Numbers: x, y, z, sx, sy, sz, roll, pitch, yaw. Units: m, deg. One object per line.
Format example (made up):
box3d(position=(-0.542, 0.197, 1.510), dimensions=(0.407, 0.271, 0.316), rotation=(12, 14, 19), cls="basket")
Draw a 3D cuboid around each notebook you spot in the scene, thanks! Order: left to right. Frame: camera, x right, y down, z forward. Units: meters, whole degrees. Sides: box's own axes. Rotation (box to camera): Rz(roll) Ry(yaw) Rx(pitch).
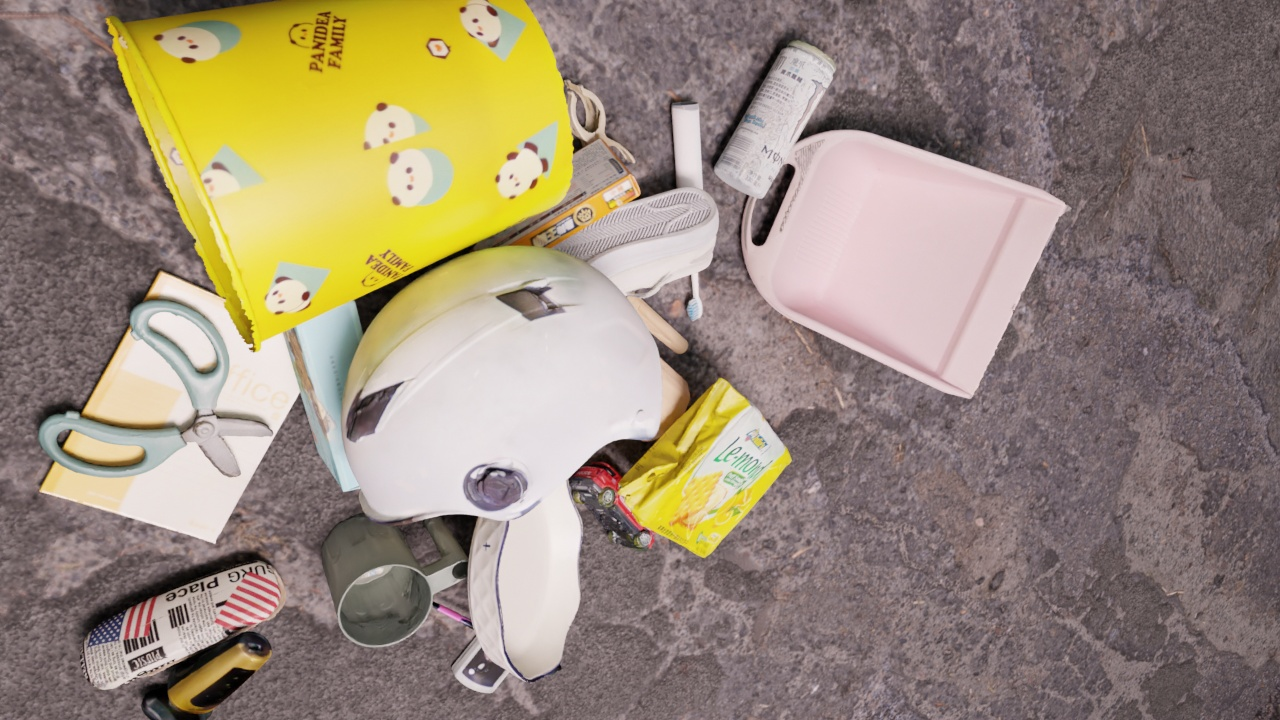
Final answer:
box3d(position=(-0.378, 0.045, 0.769), dimensions=(0.145, 0.010, 0.206), rotation=(29, 94, -34), cls="notebook")

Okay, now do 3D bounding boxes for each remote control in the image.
box3d(position=(-0.138, 0.292, 0.992), dimensions=(0.058, 0.021, 0.150), rotation=(40, 87, -34), cls="remote control")

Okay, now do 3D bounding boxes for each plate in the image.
box3d(position=(-0.110, 0.202, 0.889), dimensions=(0.046, 0.204, 0.205), rotation=(-1, 117, 17), cls="plate")

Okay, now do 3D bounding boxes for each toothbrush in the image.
box3d(position=(-0.152, 0.293, 0.962), dimensions=(0.018, 0.014, 0.189), rotation=(-45, 123, 8), cls="toothbrush")
box3d(position=(0.050, -0.144, 0.915), dimensions=(0.026, 0.027, 0.221), rotation=(-28, 124, -41), cls="toothbrush")

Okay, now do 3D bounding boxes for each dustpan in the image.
box3d(position=(0.247, -0.109, 0.931), dimensions=(0.138, 0.274, 0.222), rotation=(9, 103, -57), cls="dustpan")

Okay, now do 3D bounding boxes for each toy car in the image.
box3d(position=(-0.026, 0.156, 0.978), dimensions=(0.045, 0.053, 0.120), rotation=(-52, 123, -31), cls="toy car")

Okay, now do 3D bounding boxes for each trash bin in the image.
box3d(position=(-0.203, -0.158, 0.664), dimensions=(0.254, 0.230, 0.230), rotation=(-25, 119, -24), cls="trash bin")

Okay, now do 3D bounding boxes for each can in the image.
box3d(position=(0.132, -0.235, 0.902), dimensions=(0.058, 0.058, 0.147), rotation=(27, 95, -34), cls="can")

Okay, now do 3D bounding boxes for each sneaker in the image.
box3d(position=(-0.041, -0.085, 0.861), dimensions=(0.242, 0.089, 0.091), rotation=(-19, 144, -11), cls="sneaker")

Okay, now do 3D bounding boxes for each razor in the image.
box3d(position=(-0.374, 0.282, 0.800), dimensions=(0.062, 0.067, 0.168), rotation=(26, 130, -38), cls="razor")

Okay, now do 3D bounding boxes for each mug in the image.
box3d(position=(-0.229, 0.193, 0.853), dimensions=(0.123, 0.103, 0.084), rotation=(-23, 118, -20), cls="mug")
box3d(position=(-0.005, 0.005, 0.921), dimensions=(0.103, 0.084, 0.124), rotation=(40, 62, -35), cls="mug")

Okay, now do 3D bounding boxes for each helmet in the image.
box3d(position=(-0.121, 0.000, 0.694), dimensions=(0.258, 0.229, 0.146), rotation=(-22, 118, -3), cls="helmet")

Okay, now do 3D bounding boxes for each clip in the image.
box3d(position=(-0.050, -0.205, 0.835), dimensions=(0.066, 0.034, 0.099), rotation=(-35, 130, -13), cls="clip")

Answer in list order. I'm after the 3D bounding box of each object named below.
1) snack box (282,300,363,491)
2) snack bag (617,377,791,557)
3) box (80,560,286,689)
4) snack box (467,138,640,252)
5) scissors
box3d(position=(-0.257, 0.019, 0.774), dimensions=(0.051, 0.074, 0.175), rotation=(-21, 124, -28), cls="snack box")
box3d(position=(0.068, 0.115, 0.955), dimensions=(0.158, 0.068, 0.246), rotation=(-48, 153, -2), cls="snack bag")
box3d(position=(-0.391, 0.229, 0.791), dimensions=(0.162, 0.087, 0.076), rotation=(-21, 103, -18), cls="box")
box3d(position=(-0.082, -0.132, 0.800), dimensions=(0.154, 0.075, 0.026), rotation=(-31, 134, -1), cls="snack box")
box3d(position=(-0.397, 0.043, 0.740), dimensions=(0.181, 0.019, 0.170), rotation=(-27, 121, -18), cls="scissors")
